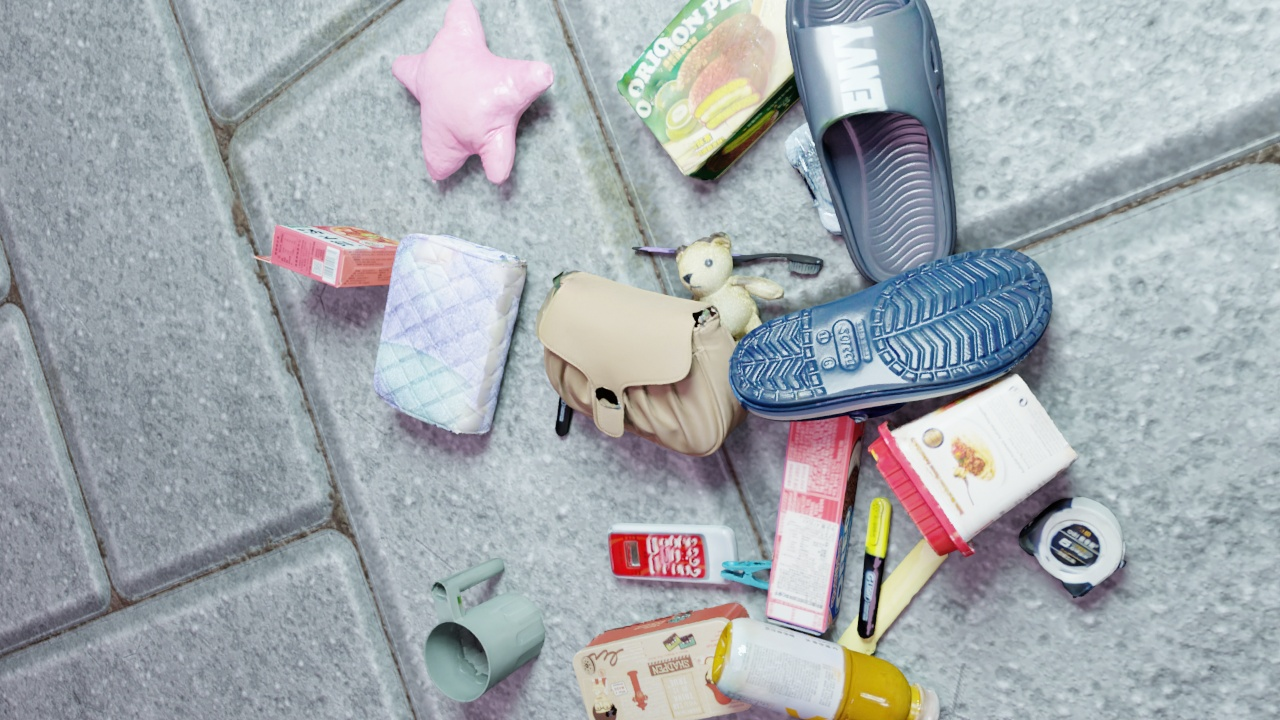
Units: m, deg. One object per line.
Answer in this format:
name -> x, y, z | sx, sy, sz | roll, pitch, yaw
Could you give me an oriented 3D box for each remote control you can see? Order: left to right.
remote control -> 0.029, 0.187, 0.892 | 0.136, 0.020, 0.056 | -3, 93, 28

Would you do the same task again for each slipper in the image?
slipper -> 0.185, -0.176, 0.700 | 0.111, 0.083, 0.268 | -13, 106, 15
slipper -> 0.197, -0.003, 0.728 | 0.253, 0.095, 0.105 | -17, 63, 10

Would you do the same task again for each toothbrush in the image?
toothbrush -> 0.076, -0.094, 0.841 | 0.189, 0.014, 0.017 | 8, 111, 27

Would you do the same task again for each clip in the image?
clip -> 0.101, 0.197, 0.848 | 0.055, 0.013, 0.038 | 6, 100, -1

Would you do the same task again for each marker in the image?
marker -> -0.073, 0.018, 0.930 | 0.018, 0.015, 0.124 | 17, 105, 30
marker -> 0.201, 0.180, 0.796 | 0.018, 0.015, 0.124 | 8, 92, 37

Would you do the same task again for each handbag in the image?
handbag -> -0.197, -0.032, 0.958 | 0.134, 0.075, 0.194 | 21, 106, 20
handbag -> -0.005, 0.005, 0.818 | 0.205, 0.099, 0.148 | 17, 134, 34

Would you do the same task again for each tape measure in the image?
tape measure -> 0.341, 0.141, 0.716 | 0.066, 0.033, 0.066 | 47, 116, 13

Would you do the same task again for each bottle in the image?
bottle -> 0.158, 0.274, 0.780 | 0.189, 0.068, 0.068 | 16, 104, -1

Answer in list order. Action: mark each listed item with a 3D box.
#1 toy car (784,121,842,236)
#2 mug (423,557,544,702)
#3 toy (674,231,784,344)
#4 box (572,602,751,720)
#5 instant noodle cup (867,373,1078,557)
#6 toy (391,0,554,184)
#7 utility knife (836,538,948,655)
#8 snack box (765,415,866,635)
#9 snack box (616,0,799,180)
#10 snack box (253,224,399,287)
toy car -> 0.161, -0.155, 0.779 | 0.049, 0.031, 0.105 | -31, 82, 28
mug -> -0.165, 0.276, 0.957 | 0.084, 0.103, 0.124 | -14, 88, 28
toy -> 0.080, -0.036, 0.816 | 0.105, 0.066, 0.157 | -19, 99, 43
box -> 0.031, 0.294, 0.879 | 0.169, 0.079, 0.091 | -19, 85, 22
instant noodle cup -> 0.258, 0.074, 0.714 | 0.124, 0.116, 0.116 | -36, 79, 14
toy -> -0.183, -0.262, 0.926 | 0.194, 0.074, 0.179 | 42, 115, 21
utility knife -> 0.216, 0.214, 0.799 | 0.031, 0.018, 0.152 | 39, 113, 16
snack box -> 0.153, 0.129, 0.800 | 0.058, 0.057, 0.207 | 10, 100, 24
snack box -> 0.101, -0.275, 0.779 | 0.241, 0.063, 0.114 | -43, 76, 25
snack box -> -0.328, -0.117, 0.994 | 0.127, 0.113, 0.044 | 19, 105, 25
